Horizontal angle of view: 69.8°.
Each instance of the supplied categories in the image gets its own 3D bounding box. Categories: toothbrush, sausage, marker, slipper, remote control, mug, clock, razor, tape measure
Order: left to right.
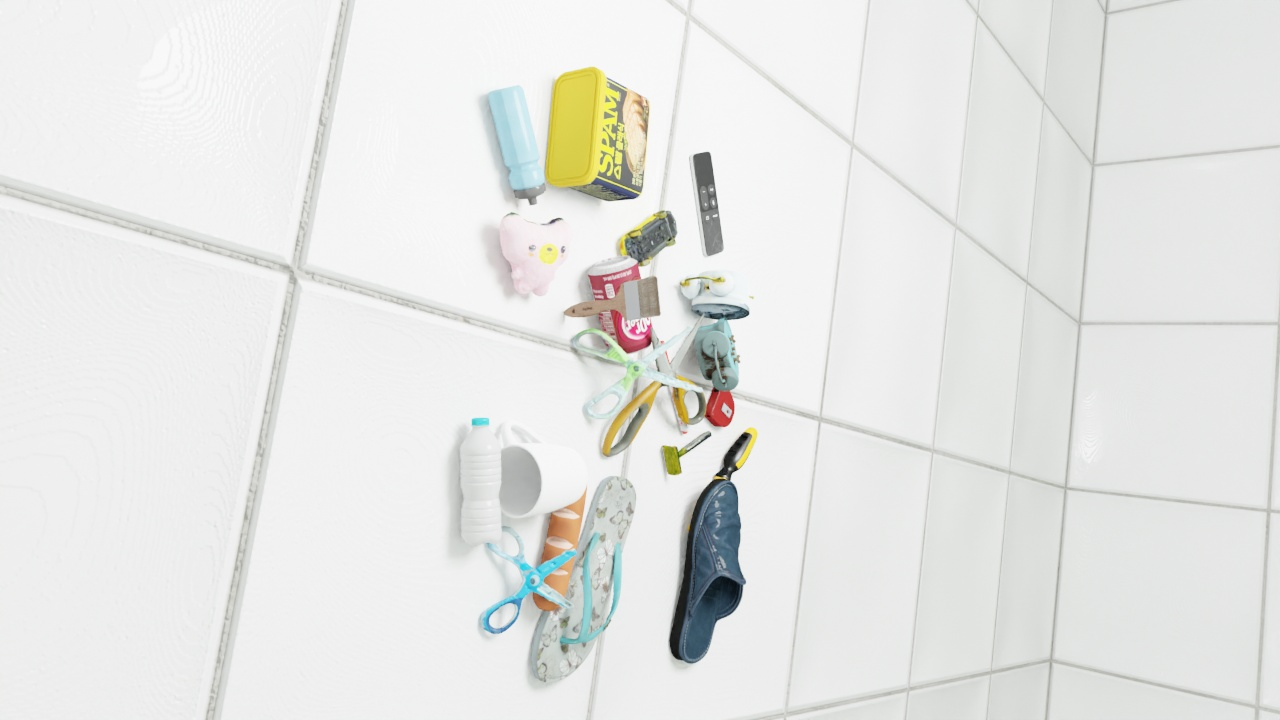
[{"bbox_3d":[-0.119,0.118,1.040,0.087,0.081,0.114,3,58,-56],"label":"mug"},{"bbox_3d":[-0.094,0.214,1.089,0.044,0.039,0.164,32,67,-65],"label":"sausage"},{"bbox_3d":[-0.050,0.273,1.137,0.098,0.055,0.268,47,56,-43],"label":"slipper"},{"bbox_3d":[0.045,0.039,1.267,0.012,0.013,0.142,-36,118,-43],"label":"marker"},{"bbox_3d":[0.070,0.122,1.295,0.105,0.026,0.042,-28,111,-50],"label":"razor"},{"bbox_3d":[0.096,-0.225,1.318,0.045,0.008,0.147,-24,110,-47],"label":"remote control"},{"bbox_3d":[0.106,-0.094,1.279,0.117,0.083,0.057,23,69,-51],"label":"clock"},{"bbox_3d":[0.108,-0.007,1.275,0.124,0.053,0.090,-66,141,-67],"label":"clock"},{"bbox_3d":[0.121,0.068,1.352,0.051,0.019,0.058,44,59,-41],"label":"tape measure"},{"bbox_3d":[0.117,0.303,1.299,0.108,0.084,0.265,18,82,-50],"label":"slipper"},{"bbox_3d":[0.122,0.174,1.354,0.196,0.031,0.031,-53,126,-28],"label":"toothbrush"}]

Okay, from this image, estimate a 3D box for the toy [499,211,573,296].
[{"bbox_3d":[-0.121,-0.120,1.036,0.102,0.050,0.093,2,96,-47],"label":"toy"}]

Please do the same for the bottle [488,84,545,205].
[{"bbox_3d":[-0.135,-0.237,1.021,0.040,0.040,0.130,-30,114,-45],"label":"bottle"}]

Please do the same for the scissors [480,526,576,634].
[{"bbox_3d":[-0.134,0.254,1.040,0.134,0.011,0.140,40,76,-18],"label":"scissors"}]

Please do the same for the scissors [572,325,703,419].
[{"bbox_3d":[-0.007,0.015,1.126,0.024,0.171,0.166,-56,168,-81],"label":"scissors"}]

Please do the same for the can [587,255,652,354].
[{"bbox_3d":[-0.023,-0.069,1.142,0.063,0.063,0.114,-32,115,-44],"label":"can"}]

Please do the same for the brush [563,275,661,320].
[{"bbox_3d":[-0.036,-0.064,1.066,0.008,0.143,0.045,-3,85,-51],"label":"brush"}]

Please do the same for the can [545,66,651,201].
[{"bbox_3d":[-0.047,-0.265,1.098,0.104,0.075,0.135,9,85,-52],"label":"can"}]

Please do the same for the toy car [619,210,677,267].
[{"bbox_3d":[0.012,-0.161,1.205,0.106,0.030,0.049,-39,119,-39],"label":"toy car"}]

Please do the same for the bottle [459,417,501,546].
[{"bbox_3d":[-0.172,0.130,0.991,0.044,0.044,0.136,-3,94,-49],"label":"bottle"}]

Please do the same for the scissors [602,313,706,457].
[{"bbox_3d":[0.027,0.044,1.197,0.229,0.016,0.225,-46,142,-17],"label":"scissors"}]
